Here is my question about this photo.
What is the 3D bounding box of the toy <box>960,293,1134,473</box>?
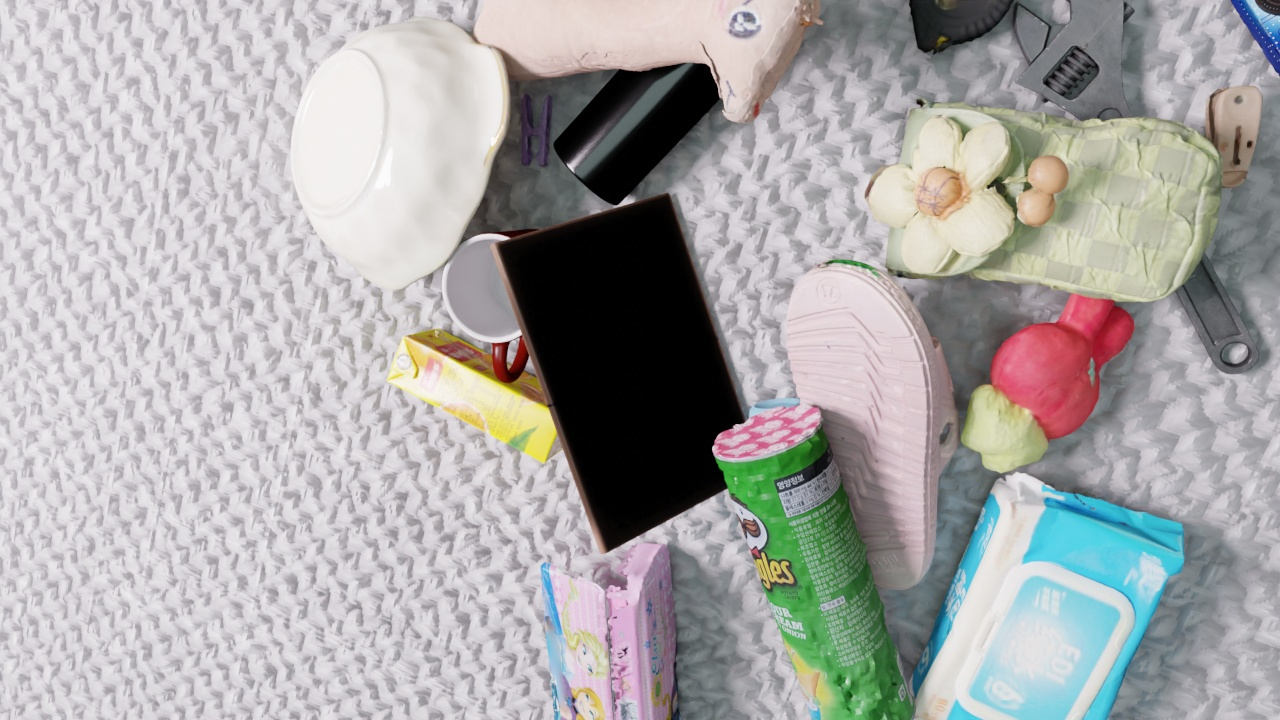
[{"bbox_3d":[0.255,0.011,0.576,0.091,0.045,0.135,34,96,-35],"label":"toy"}]

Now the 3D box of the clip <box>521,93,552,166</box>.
[{"bbox_3d":[-0.078,-0.165,0.658,0.036,0.013,0.053,-6,101,17],"label":"clip"}]

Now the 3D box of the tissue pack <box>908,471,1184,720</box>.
[{"bbox_3d":[0.260,0.183,0.609,0.117,0.066,0.209,21,107,10],"label":"tissue pack"}]

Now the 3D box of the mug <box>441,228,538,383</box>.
[{"bbox_3d":[-0.088,-0.038,0.646,0.073,0.082,0.106,4,101,14],"label":"mug"}]

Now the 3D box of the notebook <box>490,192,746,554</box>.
[{"bbox_3d":[-0.004,0.004,0.617,0.008,0.141,0.209,-11,100,58],"label":"notebook"}]

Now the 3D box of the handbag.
[{"bbox_3d":[0.226,-0.094,0.529,0.187,0.116,0.113,11,101,30],"label":"handbag"}]

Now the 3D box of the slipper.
[{"bbox_3d":[0.159,0.041,0.598,0.094,0.064,0.239,11,125,39],"label":"slipper"}]

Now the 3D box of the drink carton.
[{"bbox_3d":[-0.113,0.022,0.677,0.134,0.058,0.043,26,103,9],"label":"drink carton"}]

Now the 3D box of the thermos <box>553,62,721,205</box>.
[{"bbox_3d":[0.042,-0.204,0.593,0.232,0.061,0.061,-44,87,17],"label":"thermos"}]

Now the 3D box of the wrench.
[{"bbox_3d":[0.308,-0.112,0.564,0.073,0.018,0.273,-28,94,26],"label":"wrench"}]

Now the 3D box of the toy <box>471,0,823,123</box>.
[{"bbox_3d":[-0.010,-0.237,0.553,0.265,0.065,0.196,8,97,40],"label":"toy"}]

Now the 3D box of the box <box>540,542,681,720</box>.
[{"bbox_3d":[-0.025,0.255,0.685,0.097,0.085,0.230,-1,100,17],"label":"box"}]

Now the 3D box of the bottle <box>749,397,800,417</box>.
[{"bbox_3d":[0.104,0.093,0.643,0.040,0.040,0.130,-6,98,15],"label":"bottle"}]

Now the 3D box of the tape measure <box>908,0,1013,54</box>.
[{"bbox_3d":[0.196,-0.227,0.561,0.063,0.038,0.067,-10,97,16],"label":"tape measure"}]

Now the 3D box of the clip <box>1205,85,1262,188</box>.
[{"bbox_3d":[0.350,-0.132,0.538,0.025,0.043,0.061,-3,94,16],"label":"clip"}]

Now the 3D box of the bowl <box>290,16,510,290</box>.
[{"bbox_3d":[-0.182,-0.146,0.621,0.220,0.060,0.188,-19,75,37],"label":"bowl"}]

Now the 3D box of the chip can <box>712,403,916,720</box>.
[{"bbox_3d":[0.115,0.143,0.593,0.075,0.075,0.223,-16,105,16],"label":"chip can"}]

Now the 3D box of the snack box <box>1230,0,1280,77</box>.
[{"bbox_3d":[0.412,-0.237,0.509,0.150,0.027,0.082,-33,90,17],"label":"snack box"}]
